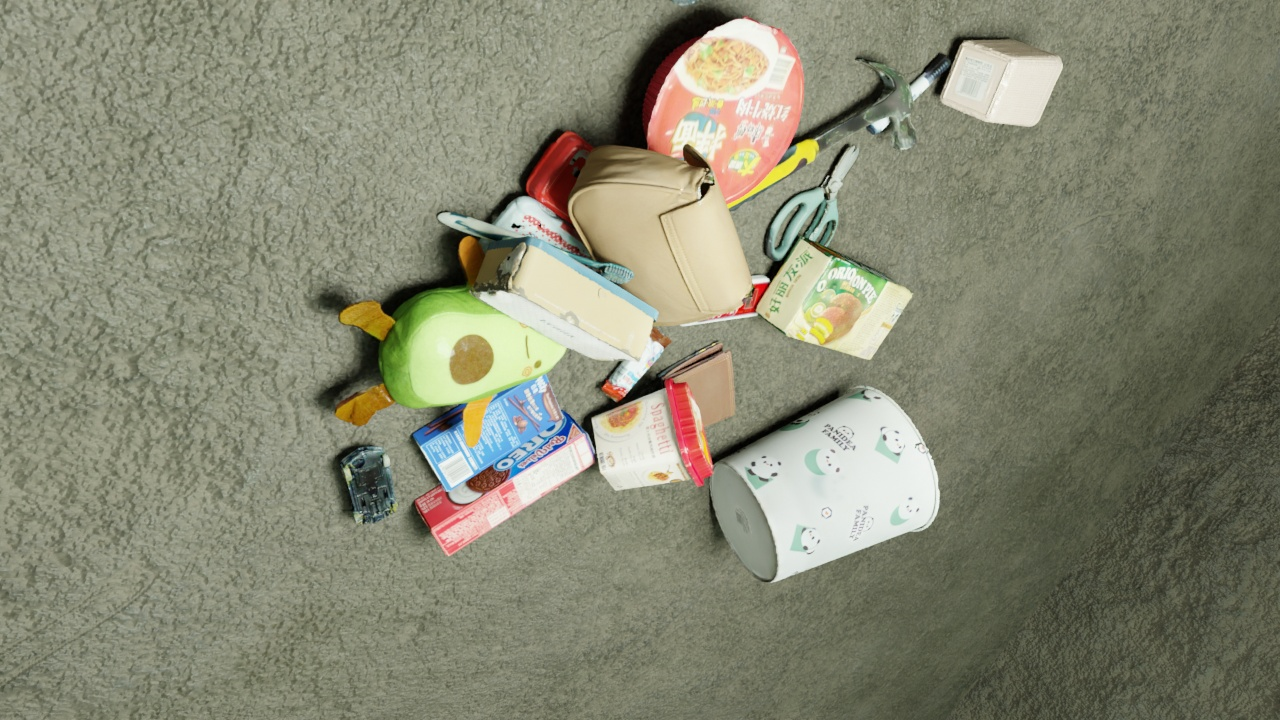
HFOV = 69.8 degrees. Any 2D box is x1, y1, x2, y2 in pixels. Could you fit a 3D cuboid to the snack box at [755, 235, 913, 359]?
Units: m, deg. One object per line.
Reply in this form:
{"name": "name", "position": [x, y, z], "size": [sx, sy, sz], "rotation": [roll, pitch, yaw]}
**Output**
{"name": "snack box", "position": [0.260, -0.076, 1.206], "size": [0.239, 0.063, 0.115], "rotation": [11, 115, -49]}

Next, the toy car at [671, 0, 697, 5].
{"name": "toy car", "position": [0.042, -0.369, 0.830], "size": [0.042, 0.034, 0.091], "rotation": [-21, 136, -29]}

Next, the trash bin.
{"name": "trash bin", "position": [0.252, 0.185, 1.316], "size": [0.251, 0.229, 0.230], "rotation": [-20, 133, -19]}

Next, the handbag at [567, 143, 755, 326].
{"name": "handbag", "position": [0.024, -0.122, 0.882], "size": [0.204, 0.148, 0.099], "rotation": [61, 41, -50]}

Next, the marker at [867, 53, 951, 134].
{"name": "marker", "position": [0.325, -0.323, 1.111], "size": [0.130, 0.018, 0.022], "rotation": [-43, 130, -4]}

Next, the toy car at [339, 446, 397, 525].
{"name": "toy car", "position": [-0.286, 0.129, 0.966], "size": [0.048, 0.031, 0.106], "rotation": [-21, 135, -27]}

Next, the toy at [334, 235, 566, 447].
{"name": "toy", "position": [-0.174, -0.013, 0.898], "size": [0.246, 0.090, 0.227], "rotation": [-14, 126, -33]}

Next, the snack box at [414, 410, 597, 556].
{"name": "snack box", "position": [-0.153, 0.140, 1.065], "size": [0.207, 0.057, 0.058], "rotation": [-31, 134, -15]}

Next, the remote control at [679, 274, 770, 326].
{"name": "remote control", "position": [0.102, -0.074, 1.127], "size": [0.135, 0.020, 0.056], "rotation": [-9, 128, -34]}

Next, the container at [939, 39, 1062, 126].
{"name": "container", "position": [0.438, -0.341, 1.123], "size": [0.110, 0.090, 0.090], "rotation": [-13, 130, -40]}

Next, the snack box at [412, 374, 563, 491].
{"name": "snack box", "position": [-0.166, 0.073, 1.022], "size": [0.157, 0.026, 0.085], "rotation": [-32, 137, -15]}

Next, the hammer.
{"name": "hammer", "position": [0.177, -0.234, 1.042], "size": [0.323, 0.032, 0.126], "rotation": [-31, 125, -11]}

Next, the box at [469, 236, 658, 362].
{"name": "box", "position": [-0.066, -0.051, 0.872], "size": [0.184, 0.090, 0.059], "rotation": [27, 74, -40]}

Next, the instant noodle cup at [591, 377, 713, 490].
{"name": "instant noodle cup", "position": [0.014, 0.098, 1.108], "size": [0.124, 0.116, 0.117], "rotation": [-15, 151, 8]}

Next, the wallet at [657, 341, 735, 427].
{"name": "wallet", "position": [0.073, 0.045, 1.193], "size": [0.101, 0.032, 0.125], "rotation": [-25, 135, -17]}

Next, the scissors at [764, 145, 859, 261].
{"name": "scissors", "position": [0.211, -0.192, 1.122], "size": [0.139, 0.019, 0.180], "rotation": [3, 121, -40]}

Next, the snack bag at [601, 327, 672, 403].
{"name": "snack bag", "position": [-0.007, 0.006, 1.099], "size": [0.105, 0.026, 0.045], "rotation": [-50, 137, 4]}

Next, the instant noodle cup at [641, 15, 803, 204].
{"name": "instant noodle cup", "position": [0.073, -0.253, 0.926], "size": [0.193, 0.066, 0.194], "rotation": [-21, 134, -24]}

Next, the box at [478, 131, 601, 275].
{"name": "box", "position": [-0.057, -0.126, 0.943], "size": [0.158, 0.038, 0.201], "rotation": [-52, 140, 8]}

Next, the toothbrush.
{"name": "toothbrush", "position": [-0.098, -0.105, 0.857], "size": [0.191, 0.018, 0.016], "rotation": [17, 129, -3]}
